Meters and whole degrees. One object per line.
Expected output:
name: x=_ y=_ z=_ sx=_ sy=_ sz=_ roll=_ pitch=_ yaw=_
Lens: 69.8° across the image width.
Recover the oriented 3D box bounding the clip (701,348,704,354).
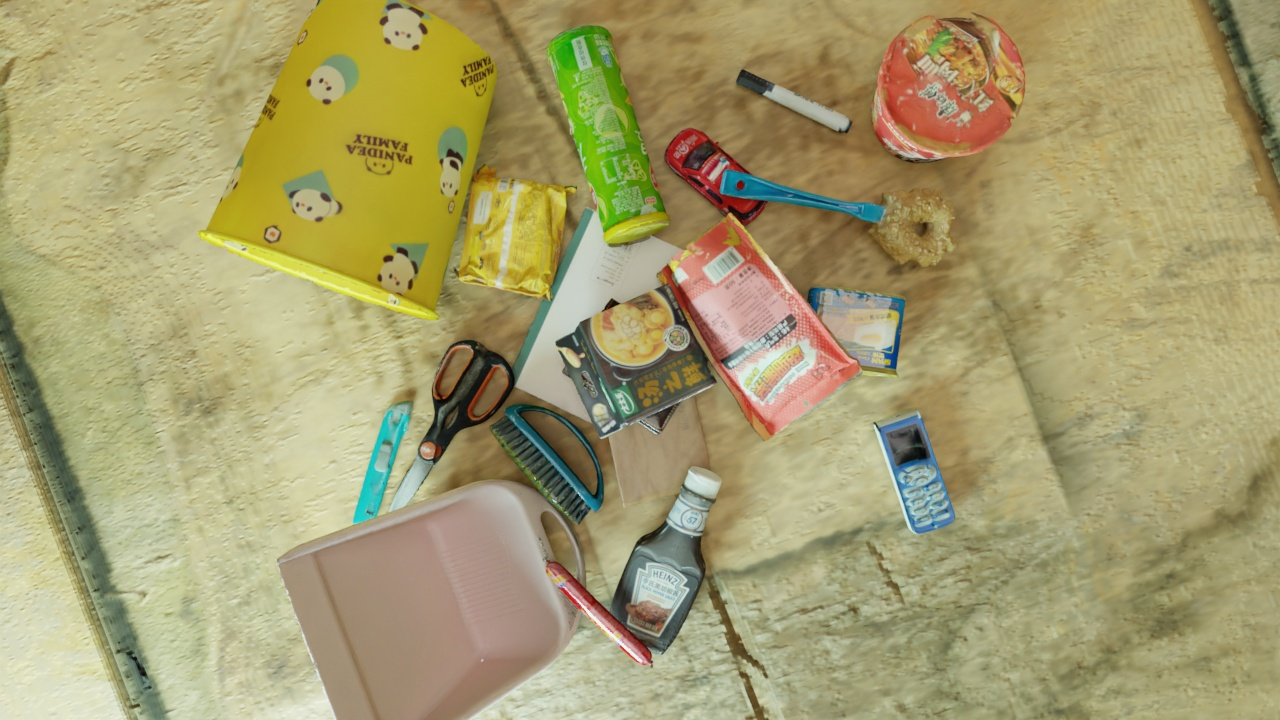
clip: x=0.067 y=-0.033 z=0.970 sx=0.014 sy=0.046 sz=0.057 roll=-5 pitch=86 yaw=4

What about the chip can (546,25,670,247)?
chip can: x=-0.034 y=-0.231 z=0.941 sx=0.072 sy=0.072 sz=0.221 roll=-17 pitch=87 yaw=2

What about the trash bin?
trash bin: x=-0.266 y=-0.195 z=0.888 sx=0.229 sy=0.229 sz=0.255 roll=18 pitch=85 yaw=2

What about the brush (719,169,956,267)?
brush: x=0.205 y=-0.155 z=0.936 sx=0.254 sy=0.046 sz=0.083 roll=12 pitch=99 yaw=-7

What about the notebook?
notebook: x=-0.033 y=-0.039 z=0.977 sx=0.150 sy=0.012 sz=0.209 roll=25 pitch=91 yaw=2

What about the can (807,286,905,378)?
can: x=0.218 y=-0.029 z=0.947 sx=0.102 sy=0.057 sz=0.083 roll=8 pitch=89 yaw=2

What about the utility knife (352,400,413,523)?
utility knife: x=-0.281 y=0.122 z=0.986 sx=0.029 sy=0.013 sz=0.171 roll=17 pitch=91 yaw=3

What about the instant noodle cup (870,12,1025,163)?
instant noodle cup: x=0.295 y=-0.259 z=0.916 sx=0.138 sy=0.108 sz=0.138 roll=0 pitch=90 yaw=2

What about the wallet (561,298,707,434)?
wallet: x=-0.006 y=0.006 z=0.953 sx=0.122 sy=0.020 sz=0.096 roll=33 pitch=81 yaw=3

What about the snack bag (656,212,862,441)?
snack bag: x=0.112 y=-0.035 z=0.919 sx=0.129 sy=0.073 sz=0.208 roll=-39 pitch=85 yaw=27

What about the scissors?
scissors: x=-0.206 y=0.092 z=0.976 sx=0.125 sy=0.021 sz=0.235 roll=13 pitch=90 yaw=10

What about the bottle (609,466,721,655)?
bottle: x=0.031 y=0.204 z=0.950 sx=0.080 sy=0.044 sz=0.195 roll=23 pitch=98 yaw=2

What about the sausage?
sausage: x=-0.044 y=0.257 z=0.934 sx=0.156 sy=0.020 sz=0.020 roll=43 pitch=91 yaw=5

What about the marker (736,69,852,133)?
marker: x=0.161 y=-0.272 z=0.965 sx=0.131 sy=0.022 sz=0.018 roll=26 pitch=135 yaw=3

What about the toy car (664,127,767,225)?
toy car: x=0.080 y=-0.194 z=0.957 sx=0.120 sy=0.045 sz=0.053 roll=39 pitch=90 yaw=3

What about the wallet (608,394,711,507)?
wallet: x=0.018 y=0.088 z=0.965 sx=0.101 sy=0.020 sz=0.115 roll=-13 pitch=93 yaw=-7

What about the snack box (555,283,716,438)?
snack box: x=-0.006 y=0.001 z=0.923 sx=0.125 sy=0.053 sz=0.113 roll=-25 pitch=85 yaw=-12

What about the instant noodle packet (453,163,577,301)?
instant noodle packet: x=-0.132 y=-0.135 z=0.965 sx=0.111 sy=0.044 sz=0.128 roll=11 pitch=89 yaw=3

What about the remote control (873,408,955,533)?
remote control: x=0.286 y=0.117 z=0.961 sx=0.049 sy=0.024 sz=0.125 roll=-18 pitch=91 yaw=2

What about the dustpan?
dustpan: x=-0.179 y=0.232 z=0.892 sx=0.139 sy=0.272 sz=0.222 roll=-21 pitch=93 yaw=27

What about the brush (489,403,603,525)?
brush: x=-0.089 y=0.100 z=0.959 sx=0.073 sy=0.055 sz=0.144 roll=-43 pitch=89 yaw=-6
